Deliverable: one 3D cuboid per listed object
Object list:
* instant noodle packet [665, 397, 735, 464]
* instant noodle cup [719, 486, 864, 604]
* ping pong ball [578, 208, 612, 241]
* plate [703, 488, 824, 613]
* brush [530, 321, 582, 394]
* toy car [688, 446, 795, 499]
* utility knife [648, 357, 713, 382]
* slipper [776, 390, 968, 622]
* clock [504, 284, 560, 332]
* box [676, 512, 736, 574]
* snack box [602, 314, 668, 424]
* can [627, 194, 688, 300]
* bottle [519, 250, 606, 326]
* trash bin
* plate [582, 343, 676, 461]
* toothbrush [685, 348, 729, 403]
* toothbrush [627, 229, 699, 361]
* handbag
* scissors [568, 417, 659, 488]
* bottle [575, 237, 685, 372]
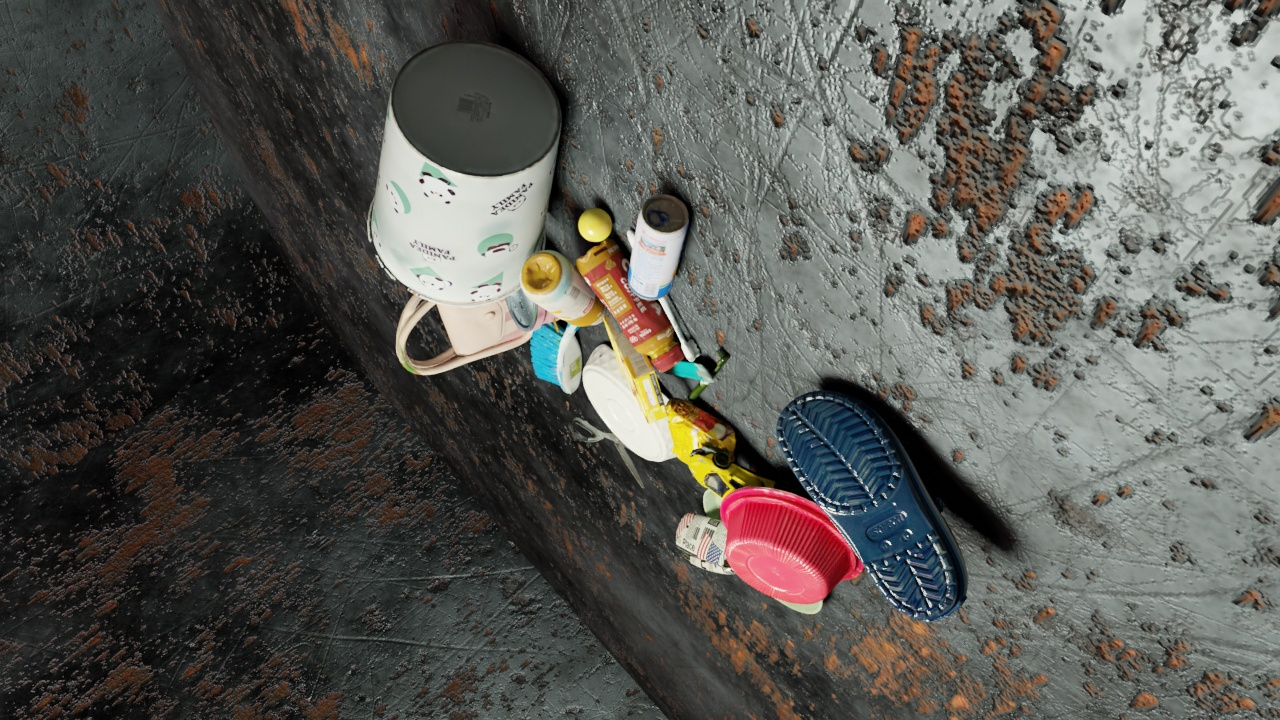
[{"bbox_3d":[0.084,0.113,1.238,0.111,0.044,0.129,35,155,26],"label":"instant noodle packet"},{"bbox_3d":[0.178,0.240,1.140,0.194,0.065,0.194,21,144,16],"label":"instant noodle cup"},{"bbox_3d":[-0.054,-0.162,1.096,0.040,0.040,0.040,43,157,23],"label":"ping pong ball"},{"bbox_3d":[0.178,0.267,1.315,0.230,0.027,0.231,43,156,24],"label":"plate"},{"bbox_3d":[-0.119,-0.043,1.409,0.109,0.060,0.315,37,152,22],"label":"brush"},{"bbox_3d":[0.129,0.162,1.178,0.156,0.041,0.071,28,150,1],"label":"toy car"},{"bbox_3d":[0.039,0.010,1.204,0.029,0.013,0.222,62,162,-14],"label":"utility knife"},{"bbox_3d":[0.239,0.134,0.907,0.095,0.105,0.252,9,-136,-57],"label":"slipper"},{"bbox_3d":[-0.158,-0.112,1.320,0.158,0.059,0.117,42,138,45],"label":"clock"},{"bbox_3d":[0.108,0.271,1.371,0.163,0.076,0.087,-177,80,-67],"label":"box"},{"bbox_3d":[-0.007,0.007,1.215,0.140,0.033,0.087,-114,5,-47],"label":"snack box"},{"bbox_3d":[0.018,-0.121,0.996,0.053,0.053,0.135,46,158,15],"label":"can"},{"bbox_3d":[-0.092,-0.086,1.190,0.068,0.068,0.189,44,-177,21],"label":"bottle"},{"bbox_3d":[-0.204,-0.221,1.086,0.229,0.229,0.253,49,153,8],"label":"trash bin"},{"bbox_3d":[-0.014,0.070,1.369,0.205,0.045,0.205,43,159,21],"label":"plate"},{"bbox_3d":[0.080,0.024,1.158,0.017,0.012,0.186,55,159,10],"label":"toothbrush"},{"bbox_3d":[0.028,-0.078,1.101,0.016,0.016,0.180,0,123,56],"label":"toothbrush"},{"bbox_3d":[-0.283,-0.068,1.442,0.093,0.233,0.194,41,156,32],"label":"handbag"},{"bbox_3d":[-0.042,0.122,1.452,0.014,0.159,0.181,-38,63,42],"label":"scissors"},{"bbox_3d":[-0.009,-0.066,1.132,0.175,0.057,0.058,54,159,-5],"label":"bottle"}]
